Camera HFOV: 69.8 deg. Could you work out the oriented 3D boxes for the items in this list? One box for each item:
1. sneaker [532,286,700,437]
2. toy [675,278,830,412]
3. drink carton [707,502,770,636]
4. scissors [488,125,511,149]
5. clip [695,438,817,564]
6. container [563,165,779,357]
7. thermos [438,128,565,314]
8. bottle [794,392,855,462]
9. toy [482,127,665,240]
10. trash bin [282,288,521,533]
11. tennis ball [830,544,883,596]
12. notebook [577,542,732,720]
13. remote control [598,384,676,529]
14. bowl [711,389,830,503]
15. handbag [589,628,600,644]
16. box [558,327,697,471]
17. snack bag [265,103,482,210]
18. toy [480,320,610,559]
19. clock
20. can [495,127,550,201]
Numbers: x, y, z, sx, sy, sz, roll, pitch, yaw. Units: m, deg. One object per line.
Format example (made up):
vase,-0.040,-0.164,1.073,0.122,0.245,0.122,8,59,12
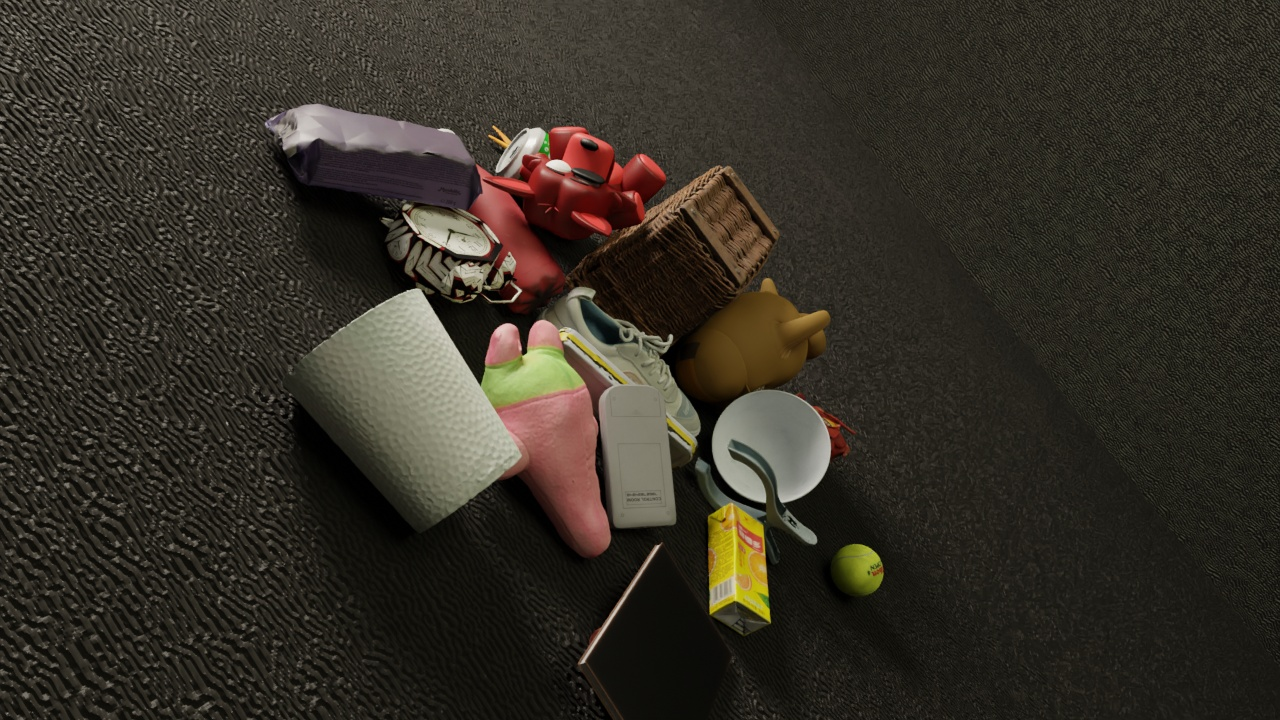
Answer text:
sneaker,-0.006,0.006,1.060,0.242,0.091,0.089,39,31,-19
toy,0.136,-0.005,1.218,0.202,0.199,0.162,-26,95,-40
drink carton,0.107,0.228,1.011,0.058,0.043,0.134,37,33,-26
scissors,-0.156,-0.282,1.260,0.133,0.012,0.096,46,29,-10
clip,0.117,0.178,1.089,0.167,0.128,0.028,53,30,-11
container,0.054,-0.127,1.170,0.162,0.184,0.249,51,35,-10
thermos,-0.175,-0.164,1.044,0.240,0.073,0.073,56,31,12
bottle,0.232,0.104,1.263,0.111,0.099,0.098,52,30,13
toy,-0.070,-0.200,1.052,0.158,0.121,0.196,28,25,7
trash bin,-0.186,0.045,0.749,0.161,0.134,0.133,54,30,-3
tennis ball,0.275,0.267,1.166,0.065,0.065,0.065,33,34,-26
notebook,0.022,0.274,0.840,0.141,0.008,0.208,58,25,-5
remote control,-0.005,0.100,0.963,0.074,0.019,0.151,2,74,-28
bowl,0.161,0.117,1.151,0.144,0.144,0.074,62,-7,20
handbag,0.004,0.284,0.833,0.119,0.029,0.055,33,36,-36
box,-0.026,0.048,1.016,0.209,0.065,0.033,42,44,-14
snack bag,-0.265,-0.210,0.934,0.205,0.058,0.096,4,33,-34
toy,-0.087,0.078,0.883,0.191,0.097,0.236,-12,80,-59
clock,-0.193,-0.100,0.952,0.154,0.065,0.114,39,28,11
can,-0.110,-0.230,1.188,0.140,0.088,0.087,34,34,-25
